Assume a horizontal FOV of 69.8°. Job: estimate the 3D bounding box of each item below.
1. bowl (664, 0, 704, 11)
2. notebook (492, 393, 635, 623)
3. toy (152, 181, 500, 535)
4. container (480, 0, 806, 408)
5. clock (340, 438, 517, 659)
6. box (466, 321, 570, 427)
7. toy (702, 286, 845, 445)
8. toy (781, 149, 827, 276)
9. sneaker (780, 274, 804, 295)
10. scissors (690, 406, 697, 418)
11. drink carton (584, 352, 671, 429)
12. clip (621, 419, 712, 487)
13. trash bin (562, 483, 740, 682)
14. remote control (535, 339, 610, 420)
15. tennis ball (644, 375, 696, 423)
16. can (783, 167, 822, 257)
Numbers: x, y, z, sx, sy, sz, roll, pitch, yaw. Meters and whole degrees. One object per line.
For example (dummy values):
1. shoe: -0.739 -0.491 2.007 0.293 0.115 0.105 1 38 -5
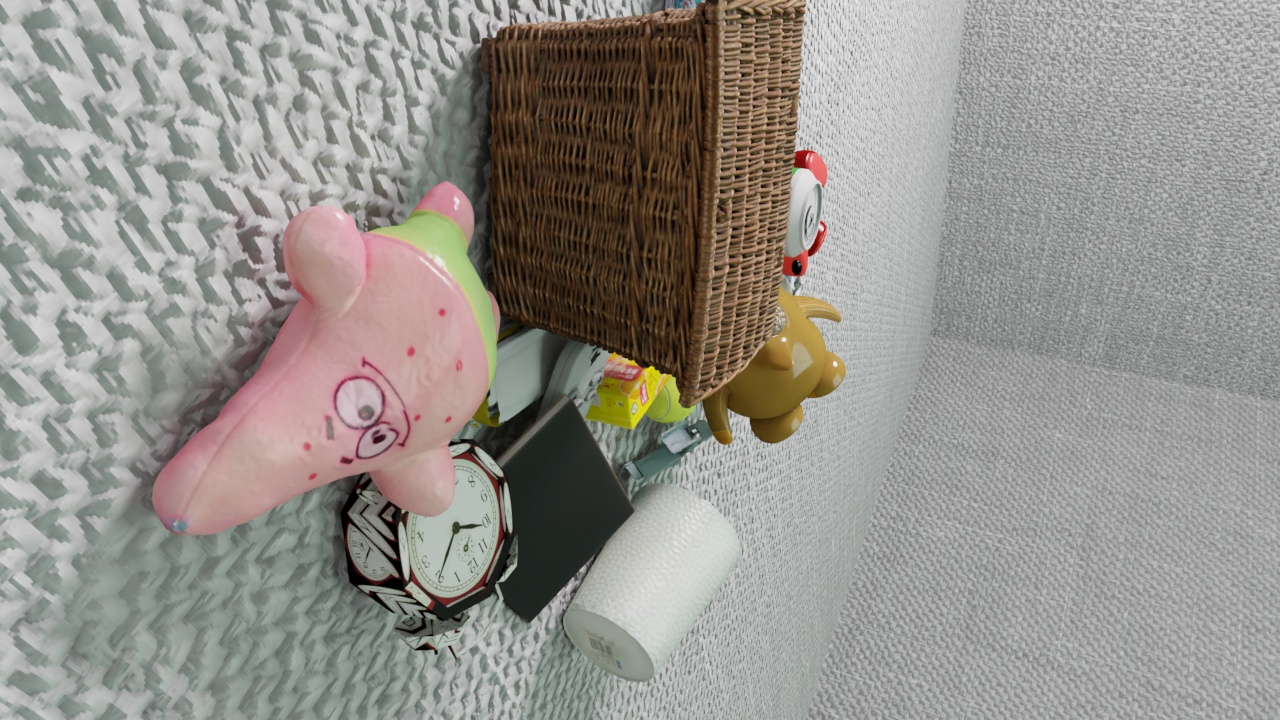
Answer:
1. bowl: 0.069 -0.321 0.843 0.143 0.074 0.144 -44 140 -53
2. notebook: -0.079 0.131 0.758 0.141 0.008 0.209 -45 147 -15
3. toy: -0.151 0.008 0.488 0.236 0.097 0.192 -47 135 -38
4. container: -0.004 -0.121 0.636 0.161 0.183 0.250 -35 133 -57
5. clock: -0.136 0.124 0.606 0.114 0.065 0.155 -49 130 -49
6. box: -0.073 -0.011 0.733 0.208 0.033 0.064 -40 135 -57
7. toy: 0.116 -0.026 0.977 0.198 0.162 0.203 -45 122 -6
8. toy: 0.143 -0.139 1.073 0.196 0.120 0.158 -55 153 -27
9. sneaker: 0.168 -0.069 1.190 0.089 0.091 0.242 18 86 -68
10. scissors: 0.045 0.009 0.994 0.133 0.012 0.096 73 2 -51
11. drink carton: -0.005 0.005 0.864 0.134 0.059 0.043 -53 145 -44
12. clip: 0.050 0.082 0.985 0.127 0.028 0.166 -39 171 18
13. trash bin: 0.008 0.228 0.934 0.160 0.133 0.133 -50 146 -39
14. remote control: -0.059 0.038 0.747 0.074 0.019 0.151 -37 153 -58
15. tennis ball: 0.028 0.032 0.946 0.065 0.065 0.065 -44 140 -53
16. can: 0.108 -0.157 0.936 0.087 0.140 0.088 -44 140 -53
